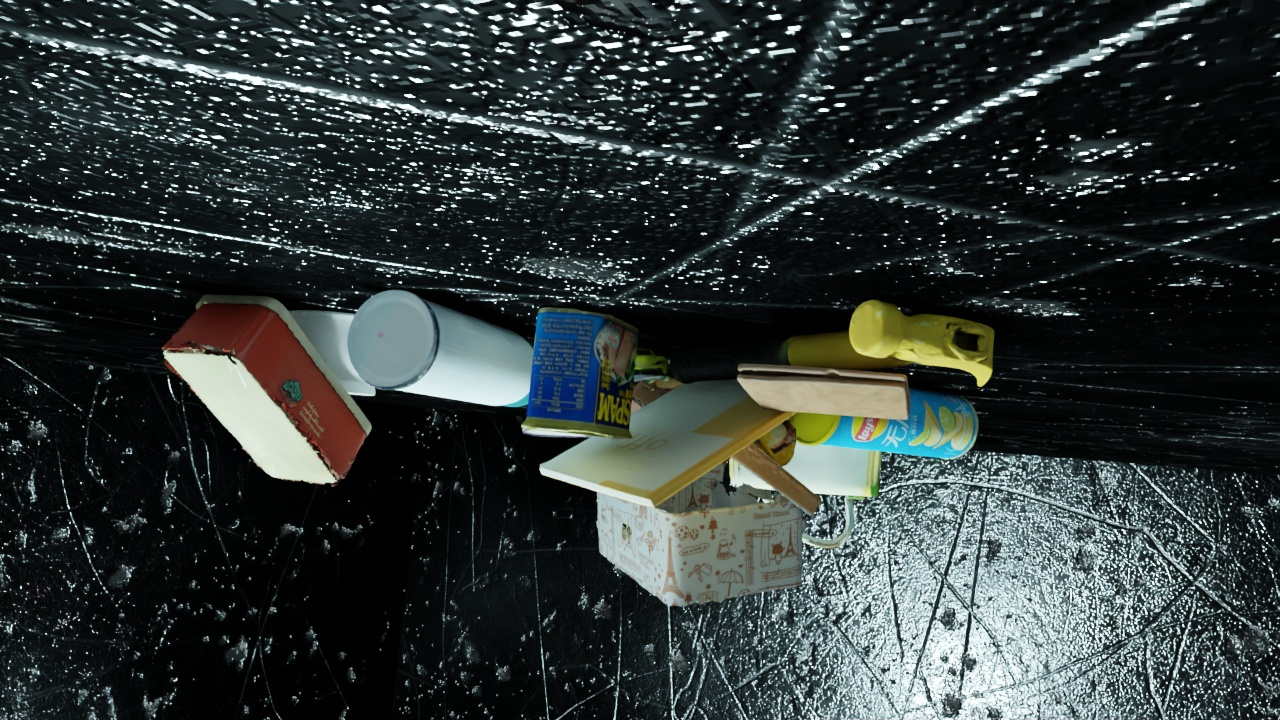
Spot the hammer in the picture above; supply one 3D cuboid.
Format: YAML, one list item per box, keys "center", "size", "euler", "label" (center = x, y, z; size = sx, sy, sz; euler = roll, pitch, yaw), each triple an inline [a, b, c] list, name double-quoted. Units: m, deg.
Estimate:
- center: [0.110, -0.004, 0.628]
  size: [0.128, 0.033, 0.301]
  euler: [10, 173, -28]
  label: "hammer"

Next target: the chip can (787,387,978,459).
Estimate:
- center: [0.240, 0.055, 0.901]
  size: [0.210, 0.071, 0.071]
  euler: [8, 174, -35]
  label: "chip can"

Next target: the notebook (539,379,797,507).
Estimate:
- center: [0.042, 0.046, 0.695]
  size: [0.205, 0.010, 0.146]
  euler: [-28, -161, -31]
  label: "notebook"

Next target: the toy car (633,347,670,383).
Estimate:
- center: [-0.005, 0.005, 0.793]
  size: [0.048, 0.032, 0.105]
  euler: [-2, 179, -11]
  label: "toy car"

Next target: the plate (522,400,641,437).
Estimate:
- center: [-0.044, 0.065, 1.090]
  size: [0.192, 0.039, 0.192]
  euler: [-1, 171, 0]
  label: "plate"

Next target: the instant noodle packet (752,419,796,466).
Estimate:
- center: [0.102, 0.051, 0.866]
  size: [0.044, 0.110, 0.128]
  euler: [-31, 174, -3]
  label: "instant noodle packet"

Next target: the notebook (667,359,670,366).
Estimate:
- center: [-0.089, 0.009, 0.922]
  size: [0.207, 0.008, 0.148]
  euler: [0, 175, -17]
  label: "notebook"

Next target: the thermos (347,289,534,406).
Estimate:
- center: [-0.135, -0.003, 0.706]
  size: [0.073, 0.073, 0.224]
  euler: [4, 175, 16]
  label: "thermos"

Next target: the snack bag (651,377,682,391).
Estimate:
- center: [0.109, 0.059, 1.123]
  size: [0.208, 0.073, 0.129]
  euler: [14, 167, -5]
  label: "snack bag"

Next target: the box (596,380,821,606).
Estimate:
- center: [0.056, 0.100, 0.804]
  size: [0.150, 0.166, 0.182]
  euler: [-6, -173, -23]
  label: "box"

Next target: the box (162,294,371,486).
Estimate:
- center: [-0.303, 0.033, 0.744]
  size: [0.091, 0.078, 0.168]
  euler: [3, 138, 22]
  label: "box"

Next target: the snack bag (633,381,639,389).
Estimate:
- center: [-0.016, 0.032, 1.115]
  size: [0.048, 0.026, 0.104]
  euler: [8, 174, -8]
  label: "snack bag"

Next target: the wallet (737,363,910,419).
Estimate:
- center: [0.120, 0.019, 0.589]
  size: [0.101, 0.020, 0.115]
  euler: [3, 171, 19]
  label: "wallet"

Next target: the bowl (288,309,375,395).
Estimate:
- center: [-0.256, -0.003, 0.808]
  size: [0.118, 0.064, 0.118]
  euler: [6, 175, 0]
  label: "bowl"

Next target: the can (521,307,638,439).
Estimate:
- center: [-0.039, 0.011, 0.653]
  size: [0.057, 0.083, 0.102]
  euler: [4, 175, 18]
  label: "can"

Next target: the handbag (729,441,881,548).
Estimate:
- center: [0.180, 0.114, 1.012]
  size: [0.163, 0.178, 0.063]
  euler: [3, 179, 12]
  label: "handbag"
